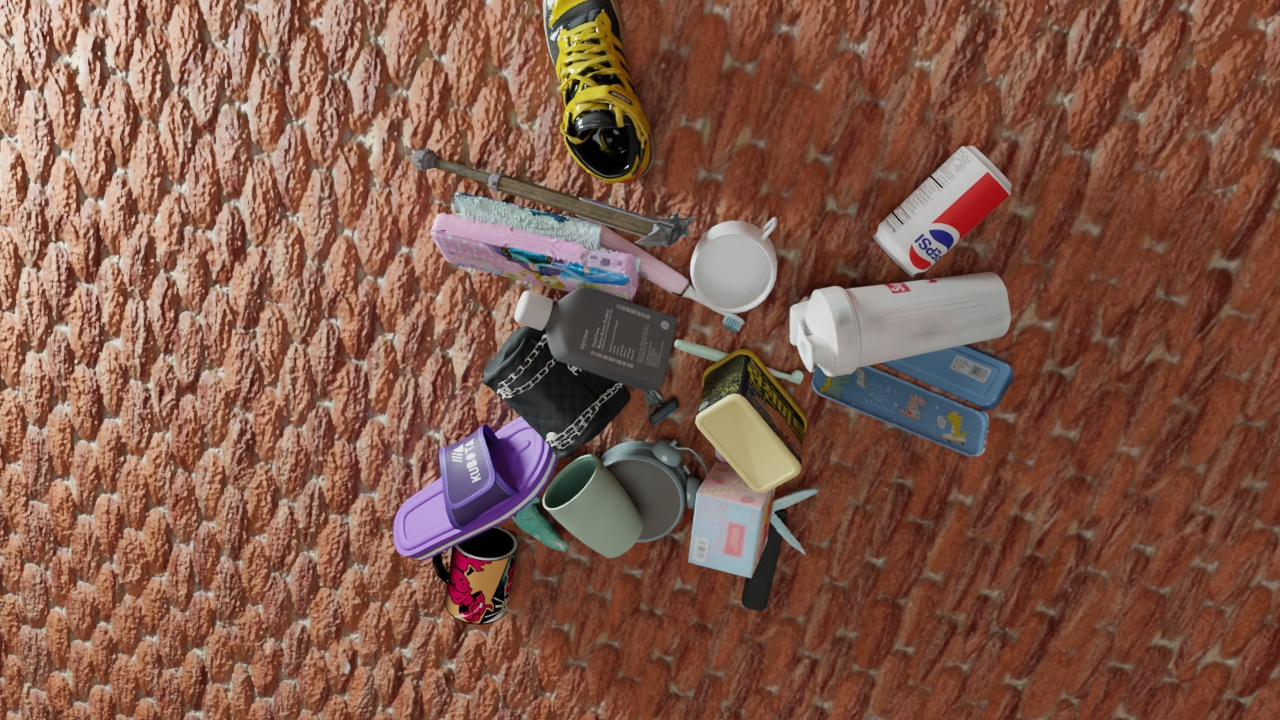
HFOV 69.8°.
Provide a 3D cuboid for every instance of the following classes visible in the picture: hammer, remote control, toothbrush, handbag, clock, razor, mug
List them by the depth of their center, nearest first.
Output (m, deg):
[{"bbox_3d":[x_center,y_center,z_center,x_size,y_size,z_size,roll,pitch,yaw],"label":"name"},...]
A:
[{"bbox_3d":[-0.109,-0.180,0.999,0.317,0.146,0.028,18,111,13],"label":"hammer"},{"bbox_3d":[0.110,-0.111,1.005,0.094,0.068,0.116,40,110,-6],"label":"mug"},{"bbox_3d":[-0.088,0.023,1.043,0.153,0.124,0.115,48,132,-11],"label":"handbag"},{"bbox_3d":[0.023,-0.098,1.045,0.222,0.027,0.026,32,78,-3],"label":"toothbrush"},{"bbox_3d":[0.114,0.001,1.073,0.155,0.015,0.022,16,142,4],"label":"toothbrush"},{"bbox_3d":[-0.061,0.179,1.088,0.112,0.083,0.104,-17,122,43],"label":"mug"},{"bbox_3d":[-0.007,0.006,1.092,0.042,0.022,0.144,-34,99,-20],"label":"razor"},{"bbox_3d":[0.008,0.158,1.129,0.159,0.045,0.122,-28,103,19],"label":"clock"},{"bbox_3d":[0.156,0.249,1.155,0.033,0.015,0.147,11,111,5],"label":"remote control"},{"bbox_3d":[-0.221,0.270,1.191,0.118,0.081,0.098,21,113,24],"label":"mug"}]

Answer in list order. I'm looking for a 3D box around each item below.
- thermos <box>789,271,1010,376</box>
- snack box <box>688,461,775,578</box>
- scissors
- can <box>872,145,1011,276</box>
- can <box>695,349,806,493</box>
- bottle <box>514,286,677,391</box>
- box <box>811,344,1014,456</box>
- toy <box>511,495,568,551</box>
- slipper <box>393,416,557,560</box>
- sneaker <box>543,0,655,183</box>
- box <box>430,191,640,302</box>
[{"bbox_3d":[0.272,-0.042,0.977,0.220,0.099,0.099,-9,108,-5],"label":"thermos"},{"bbox_3d":[0.109,0.185,1.074,0.079,0.094,0.093,11,110,15],"label":"snack box"},{"bbox_3d":[0.134,0.174,1.121,0.171,0.013,0.177,-27,95,28],"label":"scissors"},{"bbox_3d":[0.314,-0.155,0.958,0.070,0.070,0.132,43,110,-7],"label":"can"},{"bbox_3d":[0.126,0.070,1.039,0.073,0.100,0.131,-33,107,26],"label":"can"},{"bbox_3d":[-0.052,-0.032,1.010,0.173,0.046,0.083,19,73,-19],"label":"bottle"},{"bbox_3d":[0.305,0.020,1.038,0.209,0.043,0.125,23,90,1],"label":"box"},{"bbox_3d":[-0.137,0.194,1.151,0.085,0.033,0.105,13,139,45],"label":"toy"},{"bbox_3d":[-0.223,0.152,1.118,0.267,0.107,0.084,-34,140,22],"label":"slipper"},{"bbox_3d":[-0.050,-0.291,0.937,0.086,0.122,0.239,-17,107,12],"label":"sneaker"},{"bbox_3d":[-0.112,-0.129,1.031,0.230,0.085,0.070,14,72,8],"label":"box"}]
